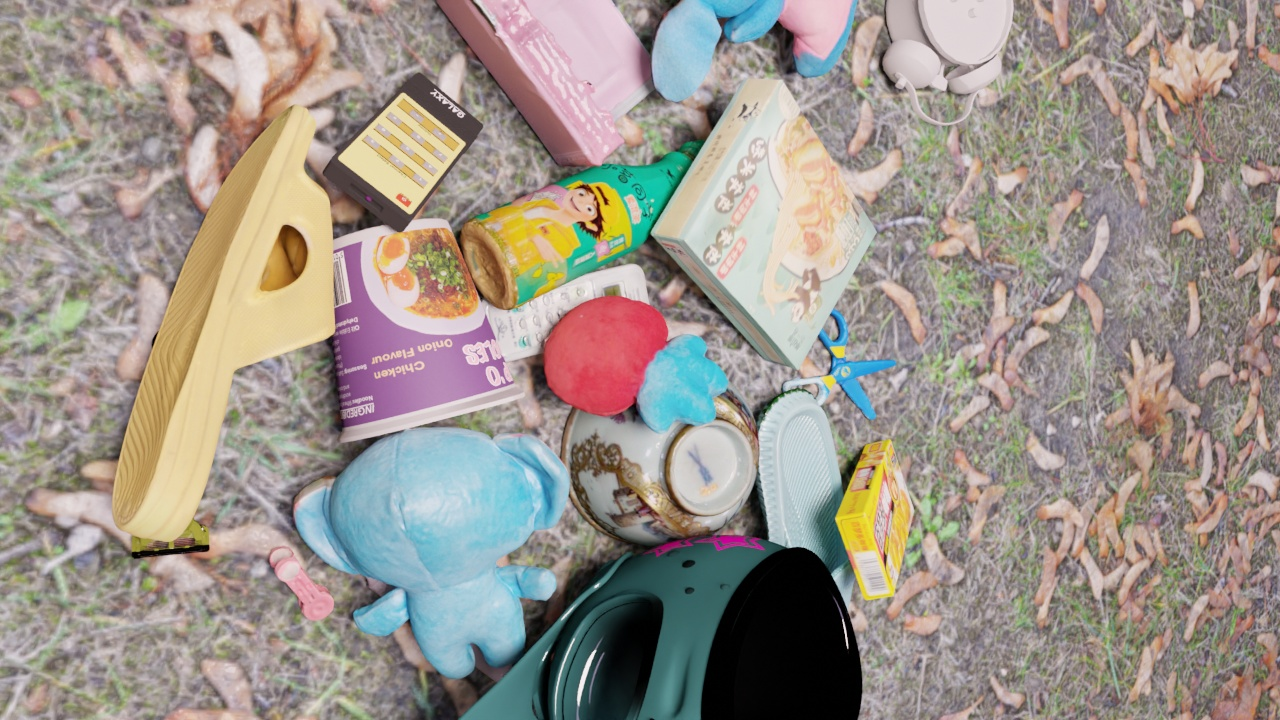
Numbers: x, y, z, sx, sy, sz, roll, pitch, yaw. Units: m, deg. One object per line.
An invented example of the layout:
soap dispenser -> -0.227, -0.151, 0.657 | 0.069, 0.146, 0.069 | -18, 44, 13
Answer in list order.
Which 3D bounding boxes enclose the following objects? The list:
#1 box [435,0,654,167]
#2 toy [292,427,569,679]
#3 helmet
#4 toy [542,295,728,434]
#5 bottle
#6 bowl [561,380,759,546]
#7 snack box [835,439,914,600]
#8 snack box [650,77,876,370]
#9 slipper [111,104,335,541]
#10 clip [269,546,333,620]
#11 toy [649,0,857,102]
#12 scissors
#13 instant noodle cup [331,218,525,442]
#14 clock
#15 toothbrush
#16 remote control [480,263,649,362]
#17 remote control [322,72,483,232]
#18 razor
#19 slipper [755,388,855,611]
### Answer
box -> -0.071, -0.255, 0.614 | 0.115, 0.106, 0.232 | -42, 111, -8
toy -> -0.126, 0.124, 0.614 | 0.183, 0.114, 0.181 | -15, 111, 3
helmet -> 0.013, 0.224, 0.611 | 0.274, 0.201, 0.176 | -22, 91, -58
toy -> -0.004, 0.004, 0.649 | 0.133, 0.062, 0.092 | 24, 72, 5
bottle -> -0.026, -0.107, 0.665 | 0.209, 0.068, 0.068 | -30, 108, -29
bowl -> 0.031, 0.074, 0.700 | 0.159, 0.094, 0.160 | -3, 97, -26
snack box -> 0.202, 0.131, 0.780 | 0.152, 0.025, 0.075 | -40, 111, -61
snack box -> 0.103, -0.100, 0.717 | 0.193, 0.044, 0.141 | 42, 75, -45
slipper -> -0.233, -0.020, 0.548 | 0.078, 0.100, 0.263 | 25, 75, -41
clip -> -0.231, 0.148, 0.618 | 0.023, 0.045, 0.060 | -35, 142, -17
toy -> 0.087, -0.292, 0.689 | 0.191, 0.099, 0.224 | 17, 79, -33
scissors -> 0.174, 0.014, 0.812 | 0.123, 0.016, 0.125 | -44, 113, -12
instant noodle cup -> -0.144, -0.023, 0.589 | 0.121, 0.137, 0.122 | -17, 94, -52
clock -> 0.270, -0.288, 0.802 | 0.119, 0.061, 0.159 | -3, 96, -27
toothbrush -> -0.163, 0.173, 0.653 | 0.188, 0.018, 0.019 | 46, 74, -23
remote control -> -0.056, -0.036, 0.684 | 0.133, 0.022, 0.050 | -15, 102, -25
remote control -> -0.146, -0.135, 0.582 | 0.058, 0.013, 0.133 | 37, 38, -17
razor -> -0.295, 0.051, 0.574 | 0.044, 0.021, 0.144 | -1, 94, -27
slipper -> 0.147, 0.160, 0.772 | 0.115, 0.070, 0.276 | -15, 104, -44
